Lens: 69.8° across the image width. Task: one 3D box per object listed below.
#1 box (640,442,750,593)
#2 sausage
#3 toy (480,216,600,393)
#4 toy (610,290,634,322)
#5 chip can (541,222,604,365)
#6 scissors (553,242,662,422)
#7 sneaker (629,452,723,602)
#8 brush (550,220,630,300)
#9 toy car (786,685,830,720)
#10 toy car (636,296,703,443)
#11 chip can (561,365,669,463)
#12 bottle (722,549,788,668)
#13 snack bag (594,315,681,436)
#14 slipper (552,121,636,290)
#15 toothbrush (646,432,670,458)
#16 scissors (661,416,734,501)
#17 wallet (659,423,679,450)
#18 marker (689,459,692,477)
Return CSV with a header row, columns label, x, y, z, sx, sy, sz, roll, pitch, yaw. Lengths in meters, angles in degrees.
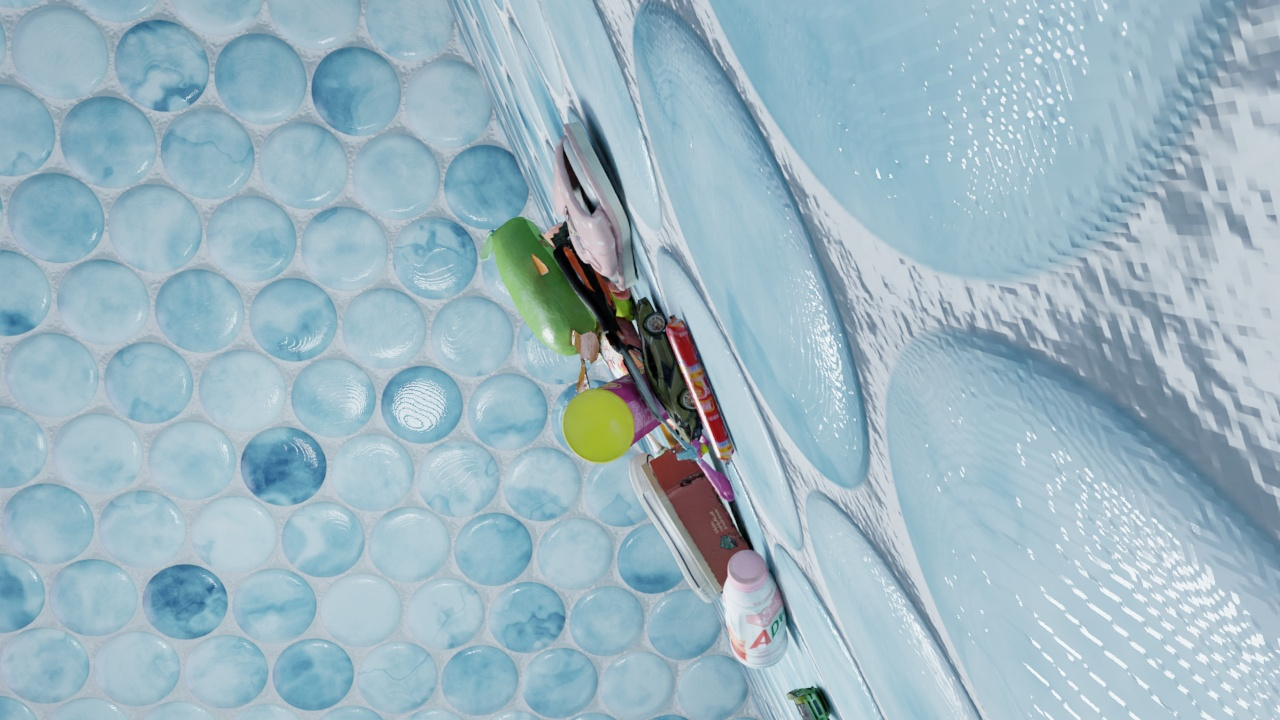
label,x,y,z,sx,sy,sz,roll,pitch,yaw
box,0.077,0.178,1.076,0.168,0.079,0.091,61,178,-27
sausage,0.054,0.028,0.808,0.020,0.020,0.156,-124,10,-68
toy,-0.116,-0.082,1.159,0.246,0.090,0.227,57,168,12
toy,-0.037,-0.094,1.185,0.100,0.031,0.096,56,-173,14
chip can,-0.076,-0.104,1.373,0.071,0.071,0.214,118,128,-85
scissors,-0.019,-0.027,0.943,0.235,0.022,0.136,57,-166,11
sneaker,0.066,0.207,1.232,0.118,0.088,0.241,49,-174,-50
brush,-0.054,-0.121,1.108,0.069,0.063,0.145,31,-163,-35
toy car,0.188,0.384,1.016,0.091,0.036,0.043,77,169,-77
toy car,0.026,0.009,0.925,0.070,0.042,0.158,78,170,-70
chip can,-0.013,0.051,0.960,0.071,0.071,0.210,66,-163,0
bottle,0.125,0.272,1.011,0.197,0.068,0.068,76,170,-48
snack bag,-0.007,0.007,1.175,0.207,0.073,0.129,53,176,46
slipper,-0.049,-0.140,0.910,0.274,0.054,0.114,73,171,-74
toothbrush,0.047,0.160,1.346,0.224,0.027,0.026,56,-156,-6
scissors,0.061,0.104,0.960,0.125,0.017,0.133,58,-166,10
wallet,0.026,0.059,1.304,0.119,0.035,0.131,57,173,22
marker,0.072,0.154,1.341,0.022,0.018,0.130,44,-172,-30
